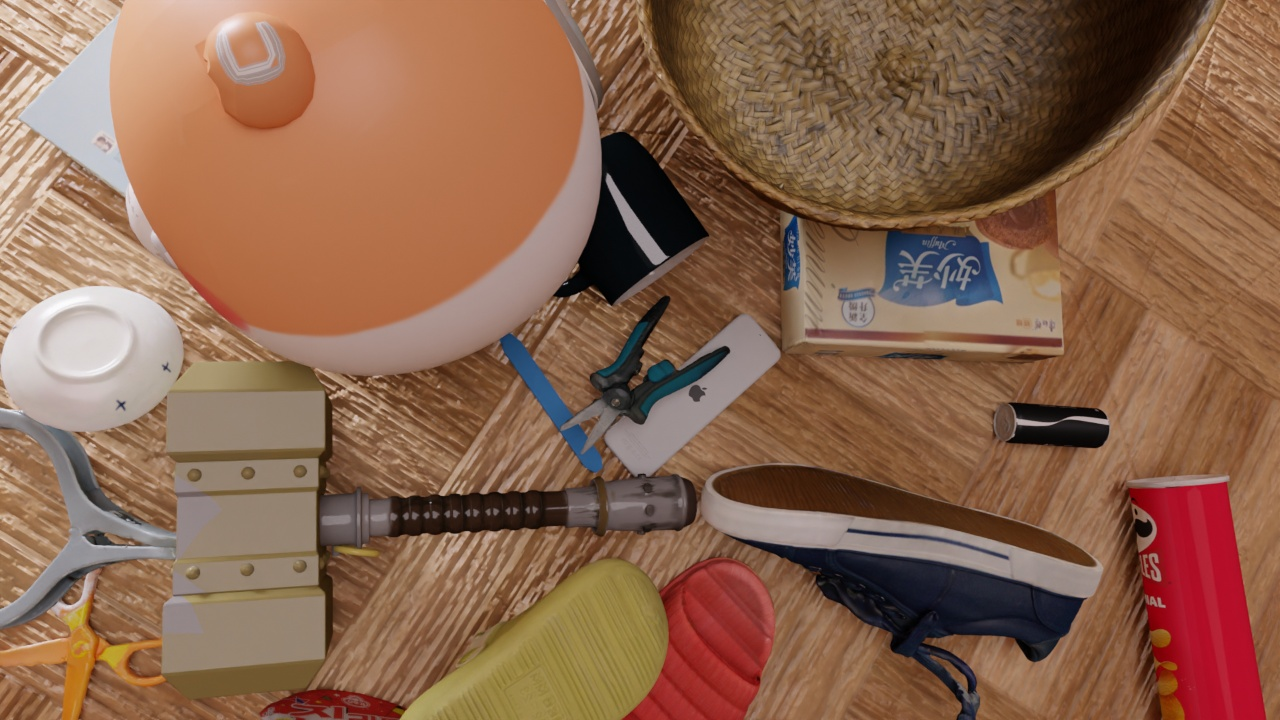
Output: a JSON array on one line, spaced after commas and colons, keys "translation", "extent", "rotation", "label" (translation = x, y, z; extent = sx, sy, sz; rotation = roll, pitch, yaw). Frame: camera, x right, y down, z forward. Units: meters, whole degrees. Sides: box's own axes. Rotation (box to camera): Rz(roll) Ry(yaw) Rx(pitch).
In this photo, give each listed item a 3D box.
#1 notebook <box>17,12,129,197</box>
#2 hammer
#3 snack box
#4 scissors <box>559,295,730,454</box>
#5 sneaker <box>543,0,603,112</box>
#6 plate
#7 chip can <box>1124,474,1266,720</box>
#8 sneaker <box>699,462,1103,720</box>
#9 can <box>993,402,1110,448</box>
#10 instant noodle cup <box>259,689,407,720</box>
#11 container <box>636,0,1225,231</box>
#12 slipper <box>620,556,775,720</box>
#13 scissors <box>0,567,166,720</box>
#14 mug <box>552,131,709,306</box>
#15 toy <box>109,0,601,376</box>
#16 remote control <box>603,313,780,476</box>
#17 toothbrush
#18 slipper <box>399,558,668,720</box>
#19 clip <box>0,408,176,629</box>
[{"translation": [-0.276, -0.208, 0.651], "extent": [0.181, 0.009, 0.253], "rotation": [37, 77, -4], "label": "notebook"}, {"translation": [-0.121, 0.099, 0.598], "extent": [0.324, 0.101, 0.190], "rotation": [0, 82, -16], "label": "hammer"}, {"translation": [0.213, -0.079, 0.697], "extent": [0.207, 0.055, 0.153], "rotation": [2, 81, -10], "label": "snack box"}, {"translation": [0.004, 0.006, 0.644], "extent": [0.151, 0.019, 0.118], "rotation": [-6, 61, -20], "label": "scissors"}, {"translation": [-0.065, -0.305, 0.669], "extent": [0.160, 0.093, 0.256], "rotation": [-32, 90, -21], "label": "sneaker"}, {"translation": [-0.351, -0.007, 0.585], "extent": [0.104, 0.026, 0.104], "rotation": [7, 63, -15], "label": "plate"}, {"translation": [0.419, 0.199, 0.690], "extent": [0.069, 0.069, 0.220], "rotation": [-4, 83, -11], "label": "chip can"}, {"translation": [0.172, 0.159, 0.646], "extent": [0.294, 0.120, 0.127], "rotation": [16, 102, -10], "label": "sneaker"}, {"translation": [0.318, 0.050, 0.711], "extent": [0.080, 0.031, 0.031], "rotation": [4, 82, -10], "label": "can"}, {"translation": [-0.188, 0.277, 0.563], "extent": [0.100, 0.100, 0.112], "rotation": [17, 88, -8], "label": "instant noodle cup"}, {"translation": [0.155, -0.222, 0.555], "extent": [0.307, 0.196, 0.307], "rotation": [0, 94, 5], "label": "container"}, {"translation": [0.005, 0.242, 0.616], "extent": [0.103, 0.059, 0.248], "rotation": [43, 79, -2], "label": "slipper"}, {"translation": [-0.352, 0.178, 0.583], "extent": [0.125, 0.011, 0.131], "rotation": [-6, 83, -9], "label": "scissors"}, {"translation": [-0.027, -0.091, 0.650], "extent": [0.122, 0.085, 0.094], "rotation": [-35, 89, 16], "label": "mug"}, {"translation": [-0.161, -0.129, 0.517], "extent": [0.266, 0.281, 0.262], "rotation": [-25, 67, 1], "label": "toy"}, {"translation": [0.039, 0.026, 0.676], "extent": [0.146, 0.008, 0.045], "rotation": [-41, 90, -13], "label": "remote control"}, {"translation": [-0.077, 0.010, 0.654], "extent": [0.016, 0.014, 0.166], "rotation": [-35, 90, -13], "label": "toothbrush"}, {"translation": [-0.068, 0.200, 0.571], "extent": [0.190, 0.082, 0.091], "rotation": [-33, 95, -26], "label": "slipper"}, {"translation": [-0.386, 0.123, 0.570], "extent": [0.169, 0.031, 0.164], "rotation": [35, 85, 8], "label": "clip"}]
